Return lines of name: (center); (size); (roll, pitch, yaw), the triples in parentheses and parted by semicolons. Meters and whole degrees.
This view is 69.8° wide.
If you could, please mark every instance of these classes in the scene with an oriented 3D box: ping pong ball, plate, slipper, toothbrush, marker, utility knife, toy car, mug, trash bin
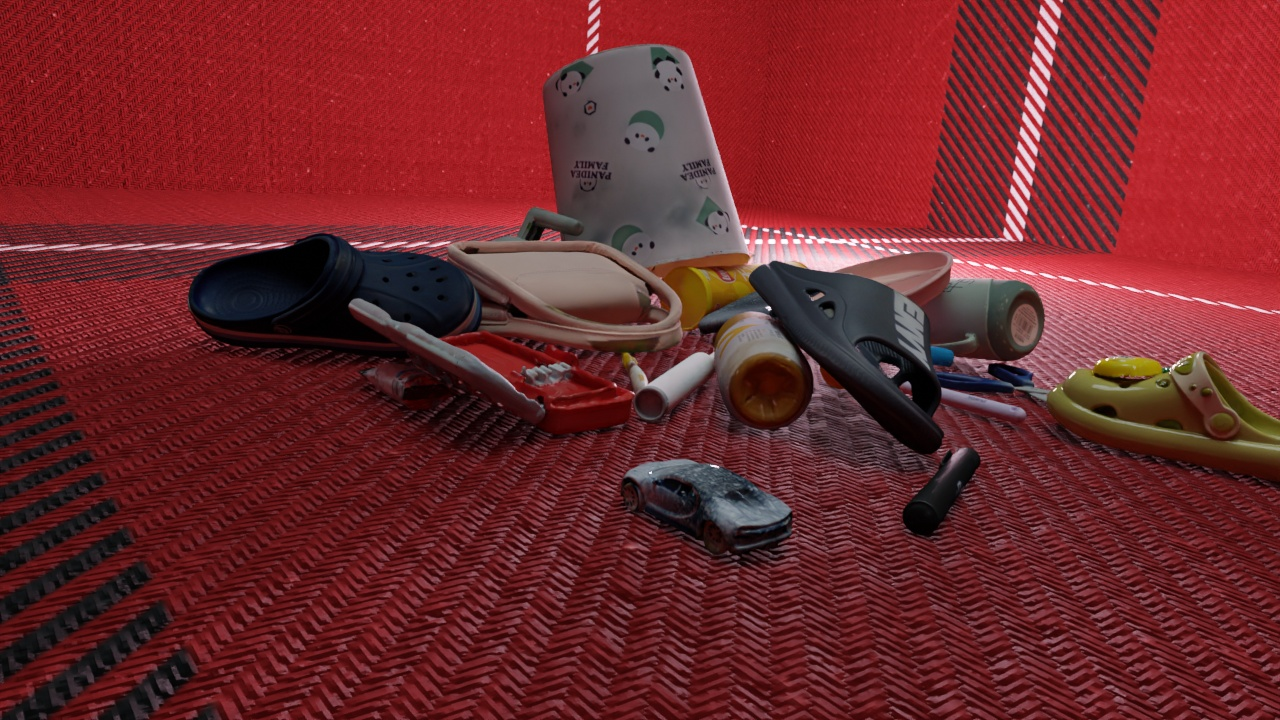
ping pong ball: (0.177, 0.005, 0.800); (0.040, 0.040, 0.040); (4, 13, -1)
plate: (0.210, -0.060, 0.948); (0.229, 0.028, 0.229); (-20, 13, 5)
slipper: (0.162, -0.031, 0.703); (0.110, 0.083, 0.268); (38, 11, -25)
toothbrush: (0.042, 0.011, 0.766); (0.027, 0.026, 0.220); (20, 17, 15)
marker: (0.182, 0.075, 0.552); (0.022, 0.020, 0.131); (23, 20, 25)
slipper: (0.406, 0.032, 0.677); (0.191, 0.082, 0.091); (16, 15, 33)
slipper: (-0.264, -0.066, 0.792); (0.253, 0.095, 0.105); (1, 56, 1)
utility knife: (0.212, -0.012, 0.848); (0.191, 0.018, 0.034); (6, 9, -23)
toy car: (0.033, 0.073, 0.490); (0.048, 0.031, 0.106); (-6, 16, -40)
mug: (0.333, -0.036, 0.927); (0.111, 0.082, 0.106); (-33, 22, -25)
mug: (-0.116, -0.108, 1.023); (0.083, 0.124, 0.103); (24, 1, -39)
trash bin: (-0.003, -0.218, 1.096); (0.229, 0.252, 0.229); (-12, -3, -1)
toothbrush: (-0.005, 0.005, 0.805); (0.018, 0.016, 0.191); (11, 11, -9)
toothbrush: (0.242, 0.023, 0.787); (0.029, 0.021, 0.189); (-36, 33, -26)

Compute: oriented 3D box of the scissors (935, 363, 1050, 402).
scissors: (0.342, 0.024, 0.831); (0.162, 0.012, 0.175); (5, 13, 4)

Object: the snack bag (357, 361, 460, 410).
snack bag: (-0.171, 0.017, 0.675); (0.045, 0.026, 0.105); (-9, 16, -34)

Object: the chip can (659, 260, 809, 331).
chip can: (0.118, -0.078, 1.073); (0.072, 0.072, 0.212); (16, 17, 41)

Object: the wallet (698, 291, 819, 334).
wallet: (0.132, -0.058, 0.965); (0.097, 0.019, 0.120); (-6, 18, 47)

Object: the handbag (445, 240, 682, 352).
handbag: (-0.060, -0.051, 0.863); (0.192, 0.093, 0.234); (-8, 20, -38)

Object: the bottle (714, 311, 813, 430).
bottle: (0.093, 0.000, 0.736); (0.068, 0.068, 0.189); (4, 13, 1)

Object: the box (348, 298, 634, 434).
box: (-0.116, 0.005, 0.679); (0.160, 0.060, 0.201); (14, 4, -41)
